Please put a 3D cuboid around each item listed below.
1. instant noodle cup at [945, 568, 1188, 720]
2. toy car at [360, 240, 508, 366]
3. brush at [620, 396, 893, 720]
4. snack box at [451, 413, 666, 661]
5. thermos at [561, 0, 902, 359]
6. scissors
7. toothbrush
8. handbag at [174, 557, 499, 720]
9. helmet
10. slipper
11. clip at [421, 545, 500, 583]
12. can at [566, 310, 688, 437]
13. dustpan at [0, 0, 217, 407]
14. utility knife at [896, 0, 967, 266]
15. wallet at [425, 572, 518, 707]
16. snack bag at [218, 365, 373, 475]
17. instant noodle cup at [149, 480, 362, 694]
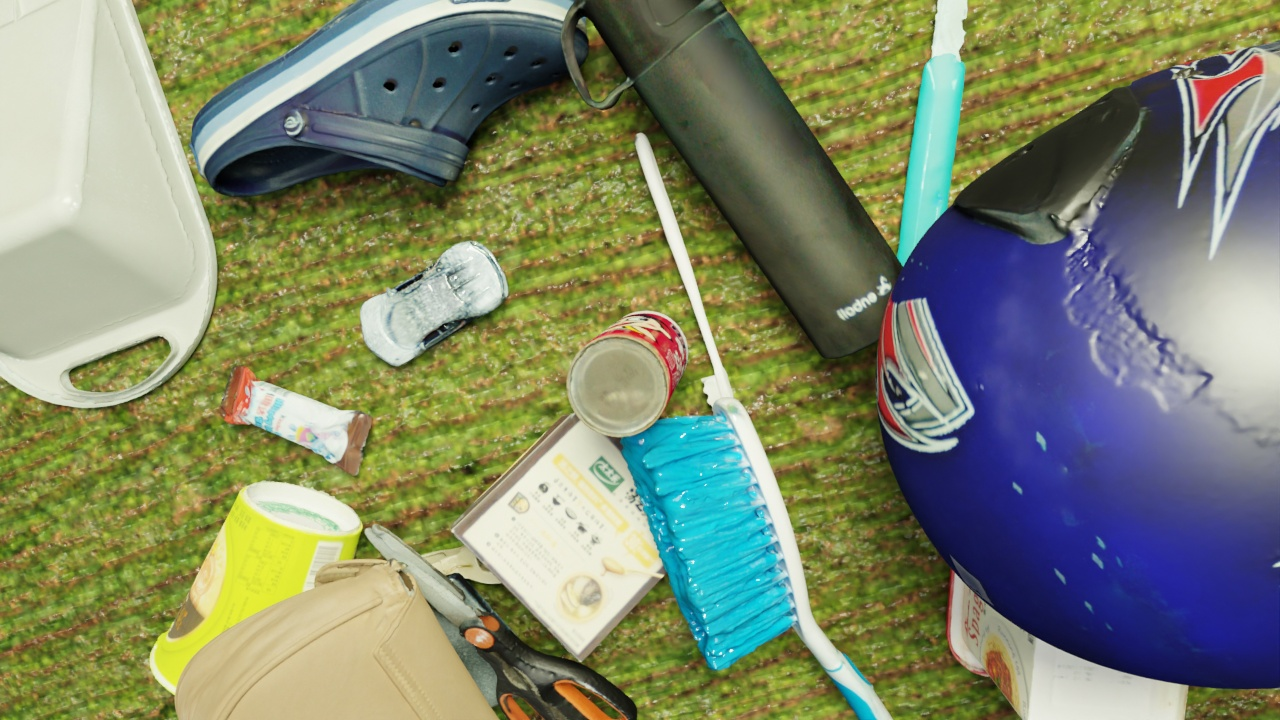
[{"bbox_3d":[0.243,0.147,0.519,0.117,0.124,0.116,2,99,8],"label":"instant noodle cup"},{"bbox_3d":[-0.135,-0.035,0.589,0.106,0.031,0.049,-31,93,12],"label":"toy car"},{"bbox_3d":[0.087,0.163,0.555,0.109,0.060,0.314,-23,104,-16],"label":"brush"},{"bbox_3d":[-0.034,0.100,0.571,0.125,0.053,0.113,-44,96,-12],"label":"snack box"},{"bbox_3d":[0.053,-0.109,0.514,0.090,0.068,0.242,-36,102,14],"label":"thermos"},{"bbox_3d":[-0.103,0.187,0.583,0.235,0.021,0.140,33,126,-11],"label":"scissors"},{"bbox_3d":[0.025,-0.053,0.572,0.016,0.016,0.180,-16,98,14],"label":"toothbrush"},{"bbox_3d":[-0.171,0.217,0.545,0.147,0.100,0.205,-38,127,-27],"label":"handbag"},{"bbox_3d":[0.236,-0.003,0.427,0.241,0.314,0.247,-23,109,30],"label":"helmet"},{"bbox_3d":[-0.147,-0.144,0.533,0.253,0.105,0.095,-19,89,13],"label":"slipper"},{"bbox_3d":[-0.114,0.132,0.608,0.100,0.074,0.035,-18,97,9],"label":"clip"},{"bbox_3d":[-0.003,0.003,0.524,0.053,0.132,0.053,1,99,8],"label":"can"},{"bbox_3d":[-0.401,-0.107,0.625,0.223,0.142,0.257,-18,67,10],"label":"dustpan"},{"bbox_3d":[0.175,-0.136,0.538,0.029,0.013,0.219,6,103,9],"label":"utility knife"},{"bbox_3d":[-0.130,0.196,0.611,0.097,0.019,0.121,-26,121,10],"label":"wallet"},{"bbox_3d":[-0.232,0.039,0.617,0.105,0.026,0.045,21,98,2],"label":"snack bag"},{"bbox_3d":[-0.242,0.149,0.602,0.112,0.111,0.123,22,93,4],"label":"instant noodle cup"}]
